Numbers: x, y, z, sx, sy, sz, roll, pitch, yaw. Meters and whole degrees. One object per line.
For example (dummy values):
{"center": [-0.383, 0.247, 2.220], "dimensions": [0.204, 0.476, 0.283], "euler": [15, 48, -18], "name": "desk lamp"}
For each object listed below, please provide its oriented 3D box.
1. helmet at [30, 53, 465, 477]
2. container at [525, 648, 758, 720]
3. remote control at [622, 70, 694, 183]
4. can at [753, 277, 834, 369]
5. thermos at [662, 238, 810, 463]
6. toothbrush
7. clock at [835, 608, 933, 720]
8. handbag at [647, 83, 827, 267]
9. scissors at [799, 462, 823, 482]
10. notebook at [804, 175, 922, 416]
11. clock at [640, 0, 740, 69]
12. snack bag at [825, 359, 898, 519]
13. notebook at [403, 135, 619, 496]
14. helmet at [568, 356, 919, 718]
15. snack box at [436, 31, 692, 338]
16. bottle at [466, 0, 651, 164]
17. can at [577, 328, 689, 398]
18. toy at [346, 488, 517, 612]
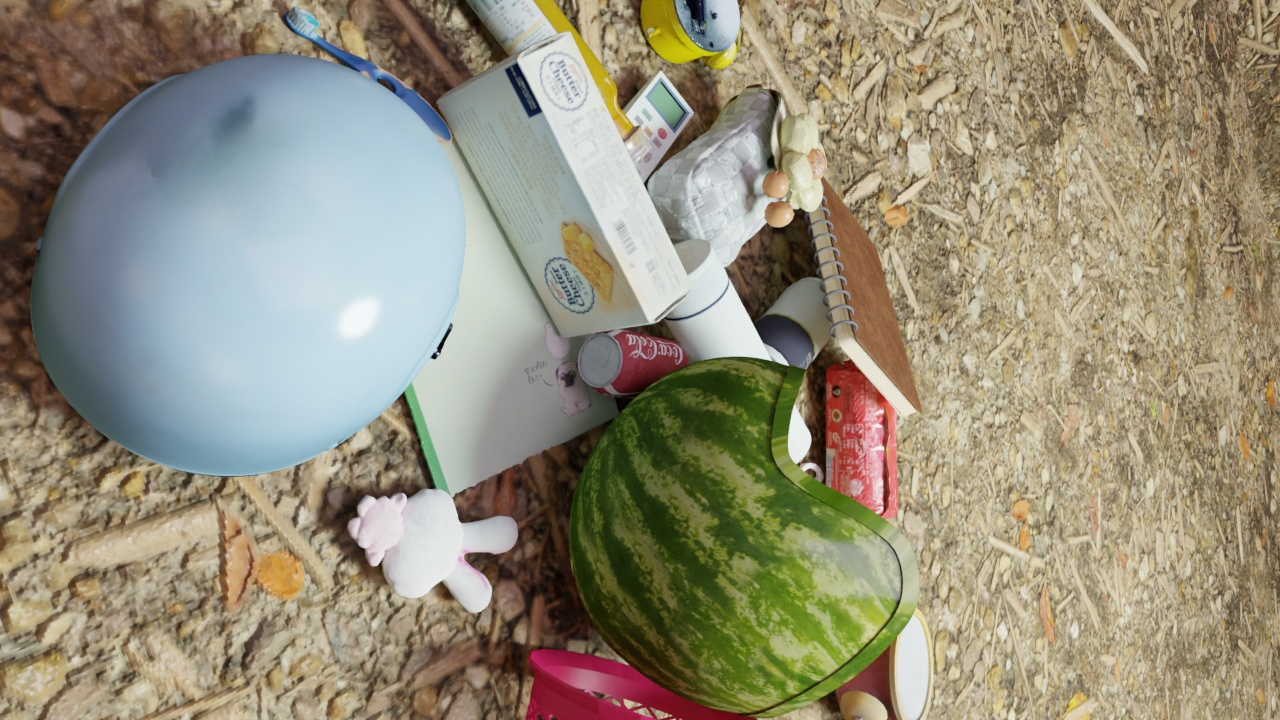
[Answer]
{"center": [-0.199, -0.067, 0.525], "dimensions": [0.225, 0.167, 0.264], "euler": [39, 55, -23], "name": "helmet"}
{"center": [-0.027, 0.346, 0.649], "dimensions": [0.183, 0.183, 0.225], "euler": [25, 78, -38], "name": "container"}
{"center": [-0.008, -0.184, 0.791], "dimensions": [0.049, 0.024, 0.143], "euler": [46, 60, -24], "name": "remote control"}
{"center": [0.150, -0.030, 0.893], "dimensions": [0.127, 0.064, 0.064], "euler": [-46, 116, -34], "name": "can"}
{"center": [0.080, 0.001, 0.811], "dimensions": [0.067, 0.068, 0.230], "euler": [-53, 126, -31], "name": "thermos"}
{"center": [-0.184, -0.196, 0.636], "dimensions": [0.135, 0.017, 0.021], "euler": [36, 62, -28], "name": "toothbrush"}
{"center": [0.236, 0.324, 0.929], "dimensions": [0.117, 0.081, 0.158], "euler": [48, 48, -41], "name": "clock"}
{"center": [0.094, -0.157, 0.815], "dimensions": [0.171, 0.123, 0.112], "euler": [-46, 131, -33], "name": "handbag"}
{"center": [0.151, 0.145, 0.916], "dimensions": [0.125, 0.011, 0.128], "euler": [48, 56, -30], "name": "scissors"}
{"center": [0.214, -0.072, 0.908], "dimensions": [0.167, 0.024, 0.225], "euler": [39, 36, -42], "name": "notebook"}
{"center": [0.054, -0.312, 0.835], "dimensions": [0.118, 0.057, 0.083], "euler": [0, 86, -41], "name": "clock"}
{"center": [0.228, 0.084, 0.943], "dimensions": [0.082, 0.082, 0.176], "euler": [4, 84, -41], "name": "snack bag"}
{"center": [-0.116, -0.045, 0.696], "dimensions": [0.181, 0.010, 0.252], "euler": [-24, 102, -40], "name": "notebook"}
{"center": [0.064, 0.130, 0.696], "dimensions": [0.243, 0.213, 0.247], "euler": [-36, 80, 5], "name": "helmet"}
{"center": [-0.055, -0.121, 0.679], "dimensions": [0.057, 0.104, 0.208], "euler": [-42, 114, -38], "name": "snack box"}
{"center": [-0.062, -0.229, 0.715], "dimensions": [0.186, 0.053, 0.053], "euler": [50, 57, -19], "name": "bottle"}
{"center": [-0.004, 0.004, 0.749], "dimensions": [0.096, 0.054, 0.054], "euler": [10, 80, -54], "name": "can"}
{"center": [-0.148, 0.127, 0.637], "dimensions": [0.125, 0.037, 0.075], "euler": [27, 75, -35], "name": "toy"}
